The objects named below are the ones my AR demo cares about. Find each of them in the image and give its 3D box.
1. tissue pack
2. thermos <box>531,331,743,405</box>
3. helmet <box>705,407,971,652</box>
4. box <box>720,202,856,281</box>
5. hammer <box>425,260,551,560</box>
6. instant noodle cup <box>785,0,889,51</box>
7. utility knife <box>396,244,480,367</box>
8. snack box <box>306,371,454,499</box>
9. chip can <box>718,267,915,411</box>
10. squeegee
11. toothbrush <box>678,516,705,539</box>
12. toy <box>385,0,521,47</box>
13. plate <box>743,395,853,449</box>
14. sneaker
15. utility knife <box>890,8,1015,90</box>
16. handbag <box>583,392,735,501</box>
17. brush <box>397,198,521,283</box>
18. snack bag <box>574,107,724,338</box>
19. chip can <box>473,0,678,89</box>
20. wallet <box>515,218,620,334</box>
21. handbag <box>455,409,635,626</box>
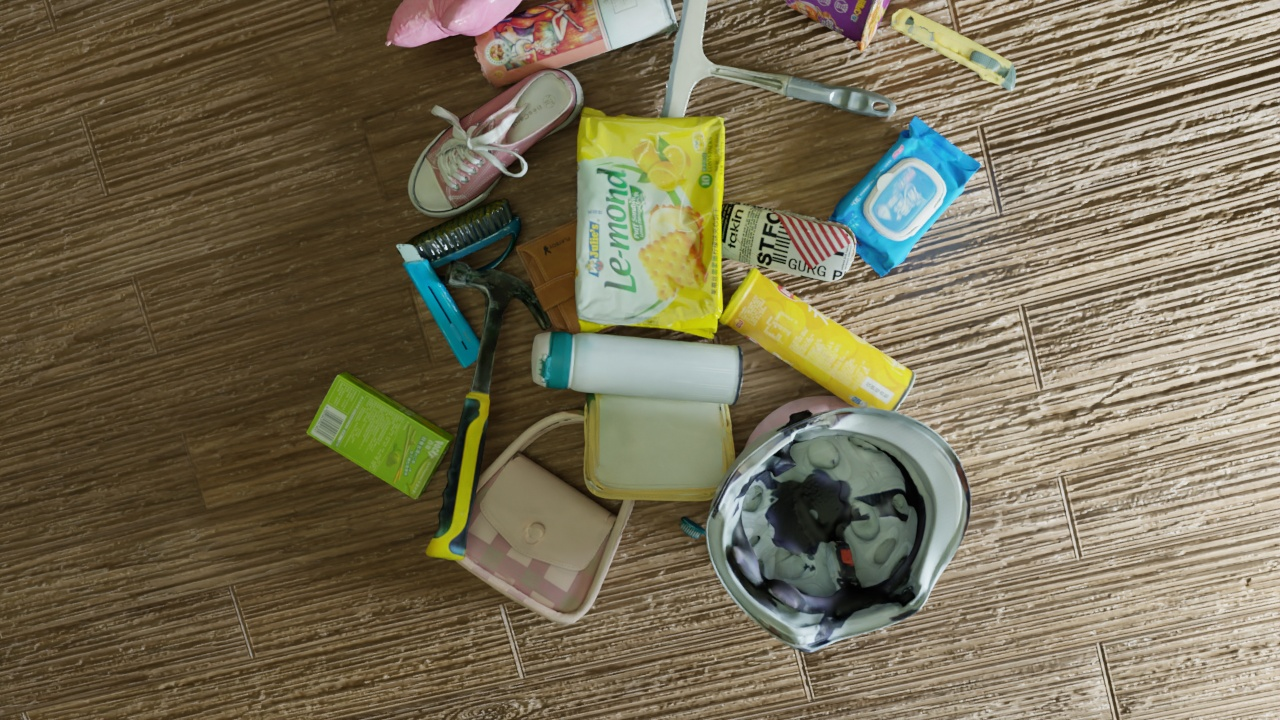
[{"bbox_3d":[0.282,-0.177,0.987,0.095,0.052,0.157,40,99,0],"label":"tissue pack"},{"bbox_3d":[-0.006,0.006,0.994,0.224,0.073,0.073,5,97,-6],"label":"thermos"},{"bbox_3d":[0.194,0.158,0.949,0.258,0.146,0.229,-36,93,1],"label":"helmet"},{"bbox_3d":[0.149,-0.129,0.990,0.164,0.064,0.074,14,85,23],"label":"box"},{"bbox_3d":[-0.180,0.058,1.018,0.126,0.032,0.323,13,81,-23],"label":"hammer"},{"bbox_3d":[0.209,-0.393,0.947,0.099,0.111,0.111,26,98,9],"label":"instant noodle cup"},{"bbox_3d":[-0.227,-0.064,1.039,0.034,0.018,0.166,-23,119,8],"label":"utility knife"},{"bbox_3d":[-0.310,0.089,1.094,0.156,0.026,0.086,30,99,2],"label":"snack box"},{"bbox_3d":[0.193,-0.016,1.006,0.213,0.072,0.072,33,99,2],"label":"chip can"},{"bbox_3d":[0.153,-0.299,0.994,0.246,0.039,0.247,12,112,2],"label":"squeegee"},{"bbox_3d":[0.127,0.239,1.072,0.191,0.016,0.018,32,109,2],"label":"toothbrush"},{"bbox_3d":[-0.197,-0.384,0.967,0.178,0.194,0.075,-34,130,-9],"label":"toy"},{"bbox_3d":[0.208,0.137,1.039,0.192,0.039,0.192,1,97,6],"label":"plate"},{"bbox_3d":[-0.172,-0.236,0.997,0.242,0.087,0.118,-30,93,22],"label":"sneaker"},{"bbox_3d":[0.337,-0.335,0.985,0.152,0.018,0.031,28,93,7],"label":"utility knife"},{"bbox_3d":[0.017,0.068,1.034,0.163,0.063,0.178,1,70,-9],"label":"handbag"},{"bbox_3d":[-0.199,-0.128,1.045,0.144,0.055,0.073,-23,115,8],"label":"brush"},{"bbox_3d":[0.012,-0.148,0.986,0.158,0.068,0.246,2,94,7],"label":"snack bag"},{"bbox_3d":[-0.071,-0.360,0.995,0.215,0.071,0.071,-16,95,8],"label":"chip can"},{"bbox_3d":[-0.072,-0.088,1.039,0.119,0.035,0.130,-27,94,-10],"label":"wallet"},{"bbox_3d":[-0.097,0.167,1.063,0.193,0.093,0.234,32,87,2],"label":"handbag"}]
